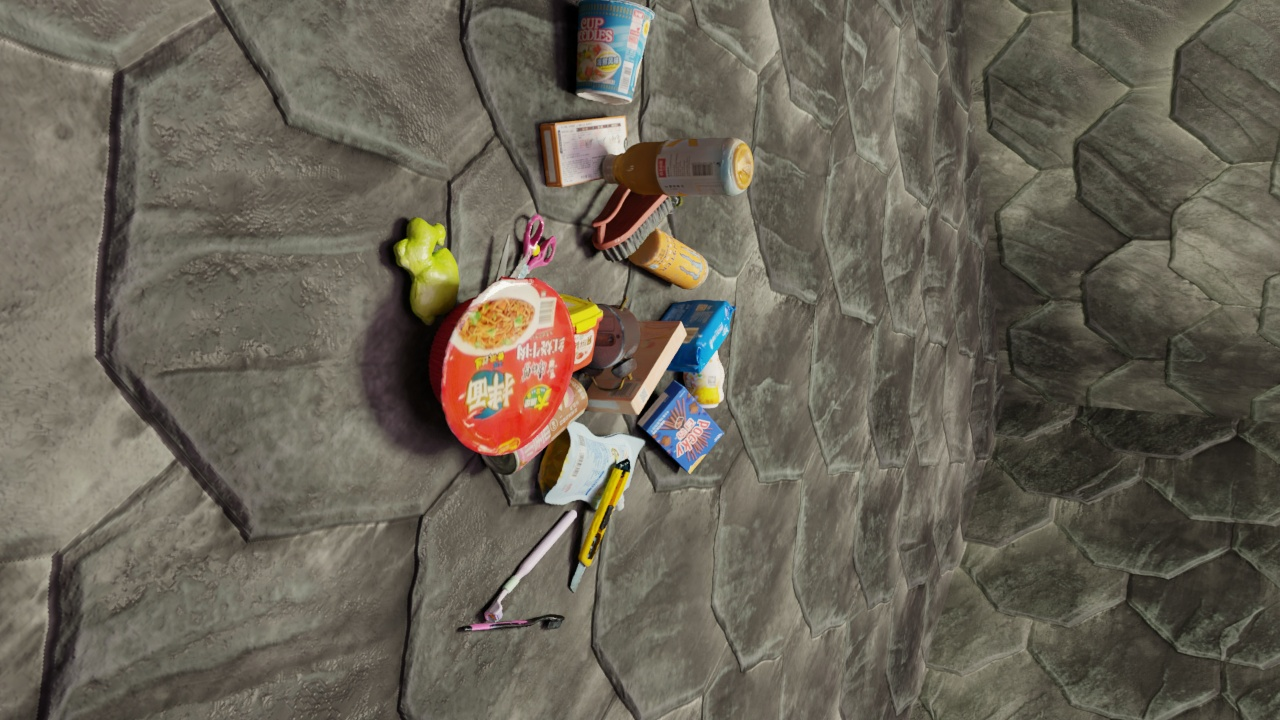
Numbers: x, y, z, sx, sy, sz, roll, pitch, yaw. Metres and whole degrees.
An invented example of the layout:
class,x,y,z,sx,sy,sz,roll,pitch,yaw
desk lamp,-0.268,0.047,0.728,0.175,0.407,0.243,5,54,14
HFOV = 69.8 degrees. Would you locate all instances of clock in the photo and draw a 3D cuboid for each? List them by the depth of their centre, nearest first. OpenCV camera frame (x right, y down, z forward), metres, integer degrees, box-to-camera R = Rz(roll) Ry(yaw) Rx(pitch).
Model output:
class,x,y,z,sx,sy,sz,roll,pitch,yaw
clock,-0.044,-0.020,1.169,0.055,0.082,0.122,-15,104,-62

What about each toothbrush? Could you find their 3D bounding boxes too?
class,x,y,z,sx,sy,sz,roll,pitch,yaw
toothbrush,-0.151,0.321,1.109,0.189,0.014,0.018,18,91,-56
toothbrush,-0.130,0.247,1.127,0.021,0.029,0.188,45,45,-4

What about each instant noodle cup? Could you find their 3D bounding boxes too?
class,x,y,z,sx,sy,sz,roll,pitch,yaw
instant noodle cup,-0.156,0.000,0.979,0.193,0.066,0.194,-24,123,-45
instant noodle cup,-0.037,-0.377,1.128,0.099,0.099,0.110,-3,103,-57

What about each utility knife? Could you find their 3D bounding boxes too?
class,x,y,z,sx,sy,sz,roll,pitch,yaw
utility knife,-0.053,0.219,1.211,0.033,0.015,0.193,22,91,-55

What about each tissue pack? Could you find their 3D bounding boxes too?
class,x,y,z,sx,sy,sz,roll,pitch,yaw
tissue pack,0.072,-0.036,1.337,0.156,0.095,0.052,-54,137,-42

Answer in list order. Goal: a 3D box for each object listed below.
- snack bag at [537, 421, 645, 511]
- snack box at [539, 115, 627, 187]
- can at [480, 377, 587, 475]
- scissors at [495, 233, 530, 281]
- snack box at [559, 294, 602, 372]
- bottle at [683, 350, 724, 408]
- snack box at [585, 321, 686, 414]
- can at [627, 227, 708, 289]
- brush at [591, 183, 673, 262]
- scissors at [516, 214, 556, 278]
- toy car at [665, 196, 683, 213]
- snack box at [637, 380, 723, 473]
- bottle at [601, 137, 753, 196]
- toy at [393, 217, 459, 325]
class,x,y,z,sx,sy,sz,roll,pitch,yaw
snack bag,-0.060,0.142,1.205,0.190,0.039,0.110,23,76,-58
snack box,-0.066,-0.264,1.152,0.153,0.026,0.075,-27,117,-53
can,-0.123,0.073,1.078,0.146,0.058,0.058,-42,128,-47
scissors,-0.168,-0.050,1.027,0.159,0.014,0.171,-34,124,-49
snack box,-0.098,-0.029,1.092,0.091,0.082,0.080,-27,130,-52
bottle,0.097,0.017,1.410,0.063,0.063,0.108,-10,103,-57
snack box,-0.007,0.007,1.226,0.156,0.085,0.026,-57,135,-36
can,0.040,-0.145,1.304,0.146,0.058,0.058,19,78,-57
brush,-0.018,-0.191,1.206,0.145,0.063,0.069,-53,132,-38
scissors,-0.134,-0.101,1.082,0.077,0.017,0.137,47,59,-58
toy car,0.041,-0.256,1.314,0.042,0.035,0.090,-7,105,-55
snack box,0.063,0.102,1.373,0.084,0.026,0.157,-49,139,-6
bottle,0.041,-0.235,1.121,0.067,0.190,0.068,-16,109,-58
toy,-0.214,-0.092,0.938,0.100,0.031,0.096,54,48,-45
